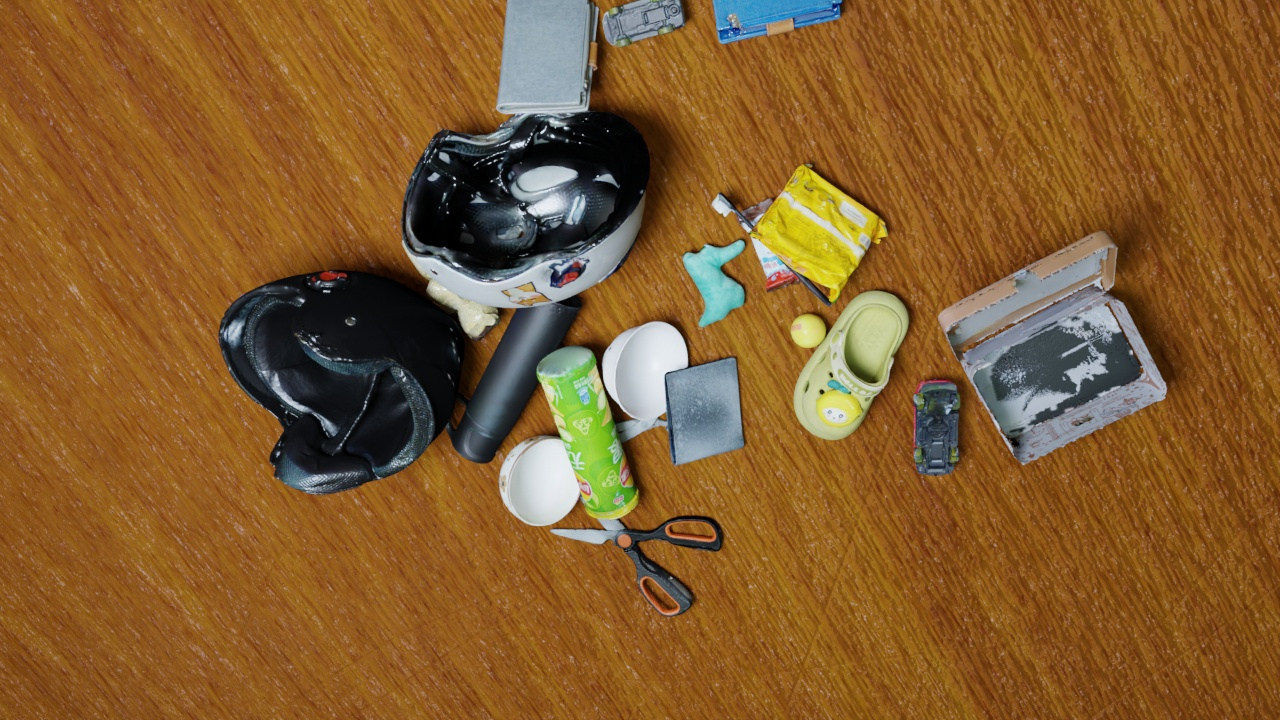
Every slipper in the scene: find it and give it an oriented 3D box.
[{"bbox_3d":[0.243,0.010,1.060,0.091,0.081,0.191,25,107,3],"label":"slipper"}]

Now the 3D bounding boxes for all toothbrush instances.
[{"bbox_3d":[0.150,-0.122,1.035,0.181,0.015,0.018,42,109,-5],"label":"toothbrush"}]

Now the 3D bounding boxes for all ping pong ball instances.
[{"bbox_3d":[0.196,-0.035,1.072,0.040,0.040,0.040,3,108,8],"label":"ping pong ball"}]

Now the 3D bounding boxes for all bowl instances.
[{"bbox_3d":[-0.133,0.147,1.162,0.062,0.113,0.113,12,117,51],"label":"bowl"},{"bbox_3d":[-0.007,0.006,1.097,0.065,0.118,0.118,18,116,46],"label":"bowl"}]

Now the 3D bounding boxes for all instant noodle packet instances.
[{"bbox_3d":[0.199,-0.142,1.020,0.128,0.044,0.110,37,80,-5],"label":"instant noodle packet"}]

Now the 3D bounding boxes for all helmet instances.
[{"bbox_3d":[-0.115,-0.150,1.011,0.274,0.229,0.157,-12,148,2],"label":"helmet"},{"bbox_3d":[-0.340,0.006,1.072,0.275,0.229,0.234,30,124,8],"label":"helmet"}]

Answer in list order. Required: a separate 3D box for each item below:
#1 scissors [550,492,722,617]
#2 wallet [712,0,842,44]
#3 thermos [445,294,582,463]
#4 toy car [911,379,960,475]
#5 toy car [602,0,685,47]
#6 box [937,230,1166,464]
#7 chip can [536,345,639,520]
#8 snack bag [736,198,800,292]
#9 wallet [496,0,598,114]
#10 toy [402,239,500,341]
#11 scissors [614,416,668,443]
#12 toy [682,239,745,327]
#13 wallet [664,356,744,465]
[{"bbox_3d":[0.003,0.239,1.206,0.225,0.021,0.221,-25,97,14],"label":"scissors"},{"bbox_3d":[0.139,-0.398,0.963,0.133,0.040,0.106,-9,98,12],"label":"wallet"},{"bbox_3d":[-0.167,0.010,1.130,0.090,0.068,0.243,33,110,4],"label":"thermos"},{"bbox_3d":[0.347,0.077,1.083,0.053,0.045,0.121,-1,113,7],"label":"toy car"},{"bbox_3d":[0.004,-0.369,0.995,0.090,0.035,0.042,-10,105,18],"label":"toy car"},{"bbox_3d":[0.437,-0.021,0.990,0.179,0.130,0.272,-29,127,16],"label":"box"},{"bbox_3d":[-0.063,0.088,1.114,0.073,0.072,0.221,-11,118,12],"label":"chip can"},{"bbox_3d":[0.149,-0.130,1.055,0.045,0.026,0.105,-20,102,18],"label":"snack bag"},{"bbox_3d":[-0.099,-0.331,1.001,0.106,0.037,0.129,2,78,7],"label":"wallet"},{"bbox_3d":[-0.231,-0.096,1.113,0.157,0.066,0.105,53,140,-5],"label":"toy"},{"bbox_3d":[0.012,0.080,1.153,0.166,0.014,0.163,25,109,1],"label":"scissors"},{"bbox_3d":[0.090,-0.097,1.075,0.096,0.030,0.092,-31,103,11],"label":"toy"},{"bbox_3d":[0.078,0.061,1.113,0.097,0.019,0.121,-13,108,-22],"label":"wallet"}]
